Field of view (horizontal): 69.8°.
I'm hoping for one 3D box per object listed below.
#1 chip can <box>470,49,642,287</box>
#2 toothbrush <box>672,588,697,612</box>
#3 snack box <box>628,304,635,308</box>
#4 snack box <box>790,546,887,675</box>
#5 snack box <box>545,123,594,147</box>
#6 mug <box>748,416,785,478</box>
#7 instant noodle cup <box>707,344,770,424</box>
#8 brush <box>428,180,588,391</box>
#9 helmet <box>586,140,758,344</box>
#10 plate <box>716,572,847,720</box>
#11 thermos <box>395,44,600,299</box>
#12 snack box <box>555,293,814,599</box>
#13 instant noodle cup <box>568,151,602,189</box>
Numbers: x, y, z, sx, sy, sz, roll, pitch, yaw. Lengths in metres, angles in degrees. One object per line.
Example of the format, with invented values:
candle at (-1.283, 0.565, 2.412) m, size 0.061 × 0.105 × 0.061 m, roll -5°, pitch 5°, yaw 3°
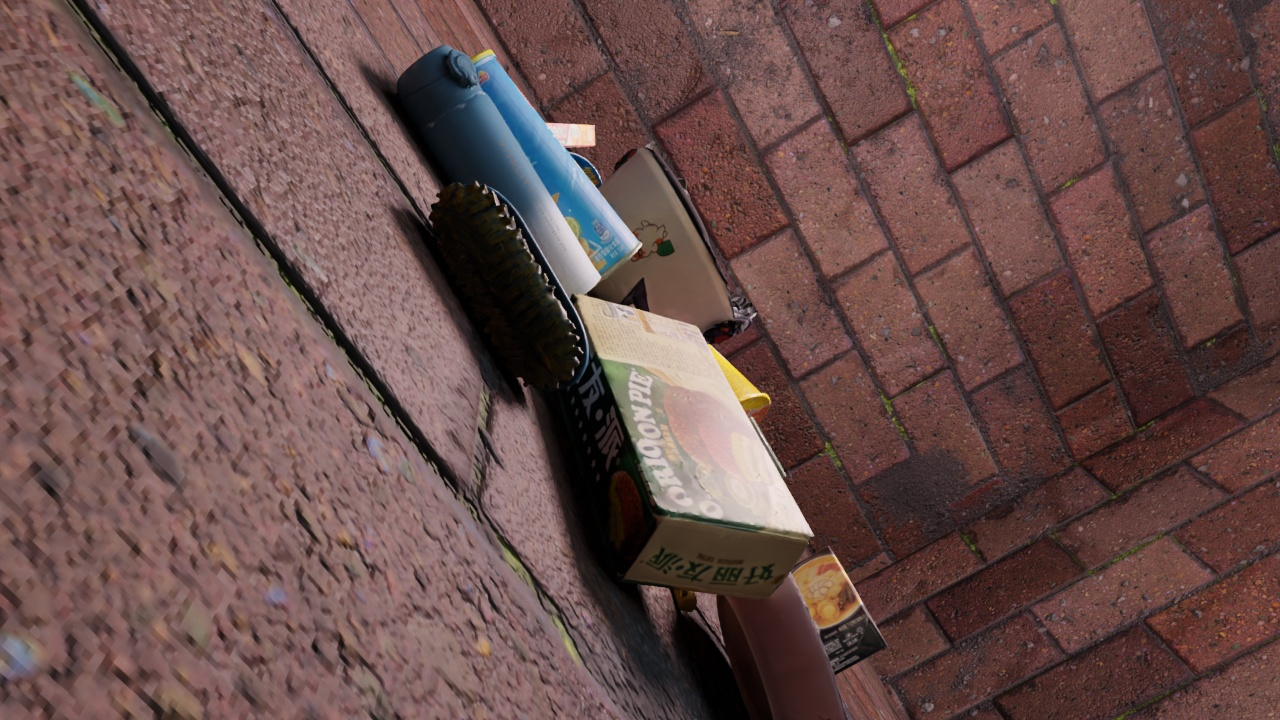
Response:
chip can at (-0.089, -0.162, 0.797) m, size 0.210 × 0.071 × 0.071 m, roll 51°, pitch 7°, yaw -11°
toothbrush at (0.022, 0.139, 0.739) m, size 0.190 × 0.016 × 0.016 m, roll -109°, pitch 174°, yaw -65°
snack box at (-0.005, 0.005, 0.925) m, size 0.084 × 0.026 × 0.157 m, roll 62°, pitch -10°, yaw 10°
snack box at (0.145, 0.234, 0.831) m, size 0.053 × 0.113 × 0.125 m, roll 57°, pitch 5°, yaw -27°
snack box at (-0.116, -0.252, 1.032) m, size 0.155 × 0.077 × 0.027 m, roll -33°, pitch 125°, yaw -66°
mug at (0.119, 0.143, 1.129) m, size 0.111 × 0.106 × 0.082 m, roll 60°, pitch 5°, yaw 9°
instant noodle cup at (0.081, 0.053, 1.196) m, size 0.109 × 0.138 × 0.138 m, roll 52°, pitch 2°, yaw 26°
brush at (-0.080, -0.046, 0.581) m, size 0.144 × 0.055 × 0.073 m, roll 59°, pitch 6°, yaw 0°
helmet at (0.010, -0.103, 1.005) m, size 0.230 × 0.157 × 0.274 m, roll 61°, pitch 10°, yaw 5°
plate at (0.091, 0.213, 0.644) m, size 0.192 × 0.039 × 0.192 m, roll 163°, pitch -89°, yaw -82°
thermos at (-0.113, -0.141, 0.734) m, size 0.220 × 0.070 × 0.070 m, roll 59°, pitch 5°, yaw -17°
snack box at (0.016, 0.049, 0.629) m, size 0.114 × 0.063 × 0.239 m, roll 14°, pitch 30°, yaw -27°
instant noodle cup at (-0.105, -0.206, 1.076) m, size 0.099 × 0.099 × 0.110 m, roll 56°, pitch -2°, yaw -29°
